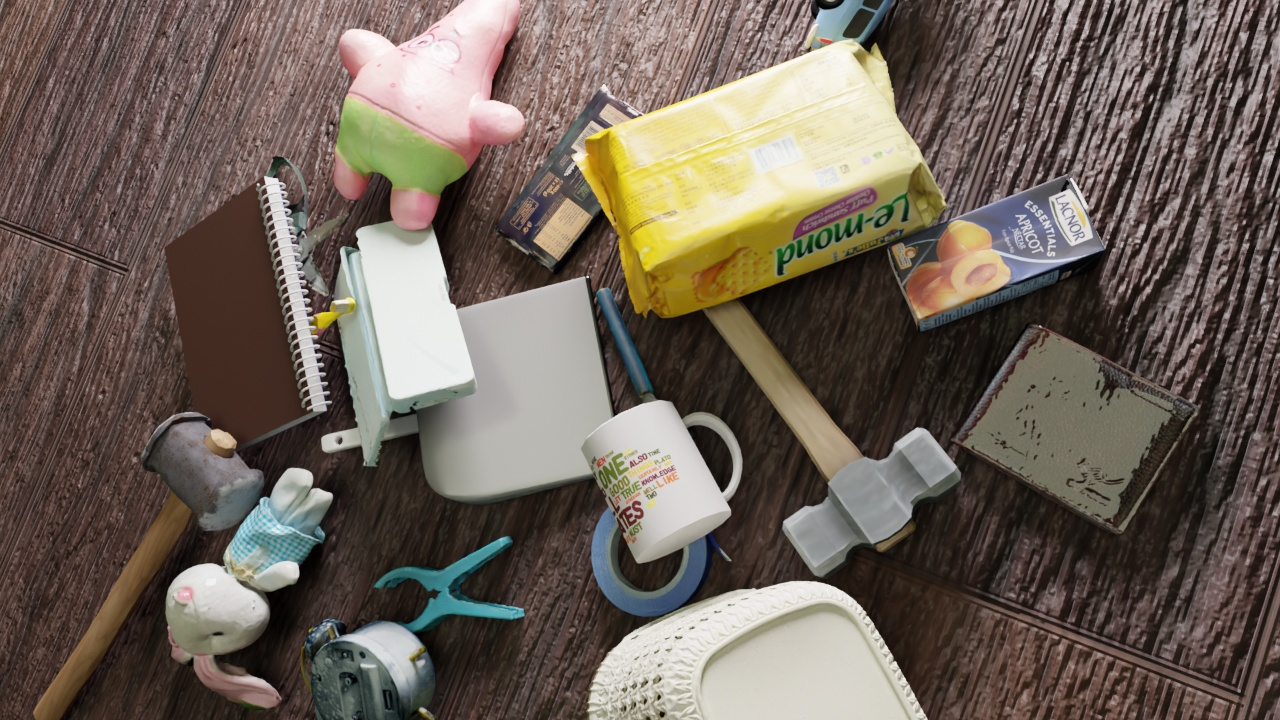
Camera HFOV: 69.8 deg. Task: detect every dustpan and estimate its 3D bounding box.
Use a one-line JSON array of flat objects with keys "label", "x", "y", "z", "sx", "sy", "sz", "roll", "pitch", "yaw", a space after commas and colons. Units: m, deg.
[{"label": "dustpan", "x": -0.148, "y": 0.040, "z": 0.758, "sx": 0.258, "sy": 0.033, "sz": 0.163, "roll": -13, "pitch": 74, "yaw": 7}]

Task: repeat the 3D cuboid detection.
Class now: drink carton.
[{"label": "drink carton", "x": 0.246, "y": -0.073, "z": 0.641, "sx": 0.130, "sy": 0.040, "sz": 0.064, "roll": -21, "pitch": 73, "yaw": 13}]

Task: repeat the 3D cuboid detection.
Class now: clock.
[{"label": "clock", "x": -0.218, "y": 0.248, "z": 0.712, "sx": 0.130, "sy": 0.052, "sz": 0.090, "roll": -2, "pitch": 99, "yaw": 24}]

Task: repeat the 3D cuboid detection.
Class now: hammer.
[{"label": "hammer", "x": 0.089, "y": -0.002, "z": 0.677, "sx": 0.117, "sy": 0.051, "sz": 0.322, "roll": -37, "pitch": 67, "yaw": 5}, {"label": "hammer", "x": -0.443, "y": 0.196, "z": 0.801, "sx": 0.098, "sy": 0.052, "sz": 0.329, "roll": 38, "pitch": 101, "yaw": 18}]

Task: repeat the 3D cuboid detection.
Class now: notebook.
[{"label": "notebook", "x": -0.350, "y": -0.034, "z": 0.808, "sx": 0.172, "sy": 0.022, "sz": 0.209, "roll": -21, "pitch": 78, "yaw": 31}]

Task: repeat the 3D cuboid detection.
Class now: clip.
[{"label": "clip", "x": -0.151, "y": 0.199, "z": 0.727, "sx": 0.127, "sy": 0.028, "sz": 0.113, "roll": -6, "pitch": 75, "yaw": 16}]

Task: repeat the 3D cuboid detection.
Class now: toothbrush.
[{"label": "toothbrush", "x": -0.270, "y": -0.032, "z": 0.779, "sx": 0.136, "sy": 0.016, "sz": 0.021, "roll": -20, "pitch": 79, "yaw": 54}]

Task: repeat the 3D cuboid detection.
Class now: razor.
[{"label": "razor", "x": -0.004, "y": 0.004, "z": 0.719, "sx": 0.042, "sy": 0.022, "sz": 0.144, "roll": -28, "pitch": 71, "yaw": 10}]

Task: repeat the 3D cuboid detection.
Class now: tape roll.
[{"label": "tape roll", "x": 0.008, "y": 0.143, "z": 0.688, "sx": 0.093, "sy": 0.016, "sz": 0.091, "roll": -41, "pitch": 69, "yaw": 6}]

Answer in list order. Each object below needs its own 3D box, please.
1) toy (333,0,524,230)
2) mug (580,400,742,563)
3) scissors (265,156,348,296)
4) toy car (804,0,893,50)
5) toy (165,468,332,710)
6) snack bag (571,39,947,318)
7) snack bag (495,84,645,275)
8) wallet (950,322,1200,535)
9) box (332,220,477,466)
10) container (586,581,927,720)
[{"label": "toy", "x": -0.175, "y": -0.232, "z": 0.792, "sx": 0.192, "sy": 0.097, "sz": 0.236, "roll": 28, "pitch": 80, "yaw": 15}, {"label": "mug", "x": 0.023, "y": 0.080, "z": 0.653, "sx": 0.105, "sy": 0.074, "sz": 0.089, "roll": -22, "pitch": 69, "yaw": -16}, {"label": "scissors", "x": -0.336, "y": -0.087, "z": 0.837, "sx": 0.204, "sy": 0.015, "sz": 0.201, "roll": -51, "pitch": 50, "yaw": 13}, {"label": "toy car", "x": 0.178, "y": -0.302, "z": 0.696, "sx": 0.055, "sy": 0.056, "sz": 0.153, "roll": 33, "pitch": 101, "yaw": 1}, {"label": "toy", "x": -0.321, "y": 0.182, "z": 0.745, "sx": 0.131, "sy": 0.105, "sz": 0.205, "roll": 32, "pitch": 91, "yaw": 19}, {"label": "snack bag", "x": 0.083, "y": -0.136, "z": 0.671, "sx": 0.247, "sy": 0.068, "sz": 0.159, "roll": -20, "pitch": 65, "yaw": 5}, {"label": "snack bag", "x": -0.052, "y": -0.151, "z": 0.769, "sx": 0.074, "sy": 0.018, "sz": 0.155, "roll": 39, "pitch": 93, "yaw": 22}, {"label": "wallet", "x": 0.287, "y": 0.044, "z": 0.609, "sx": 0.120, "sy": 0.031, "sz": 0.099, "roll": 33, "pitch": 93, "yaw": 21}, {"label": "box", "x": -0.202, "y": -0.023, "z": 0.753, "sx": 0.126, "sy": 0.075, "sz": 0.197, "roll": -48, "pitch": 46, "yaw": 29}, {"label": "container", "x": 0.087, "y": 0.252, "z": 0.544, "sx": 0.184, "sy": 0.143, "sz": 0.246, "roll": -18, "pitch": 70, "yaw": -25}]
